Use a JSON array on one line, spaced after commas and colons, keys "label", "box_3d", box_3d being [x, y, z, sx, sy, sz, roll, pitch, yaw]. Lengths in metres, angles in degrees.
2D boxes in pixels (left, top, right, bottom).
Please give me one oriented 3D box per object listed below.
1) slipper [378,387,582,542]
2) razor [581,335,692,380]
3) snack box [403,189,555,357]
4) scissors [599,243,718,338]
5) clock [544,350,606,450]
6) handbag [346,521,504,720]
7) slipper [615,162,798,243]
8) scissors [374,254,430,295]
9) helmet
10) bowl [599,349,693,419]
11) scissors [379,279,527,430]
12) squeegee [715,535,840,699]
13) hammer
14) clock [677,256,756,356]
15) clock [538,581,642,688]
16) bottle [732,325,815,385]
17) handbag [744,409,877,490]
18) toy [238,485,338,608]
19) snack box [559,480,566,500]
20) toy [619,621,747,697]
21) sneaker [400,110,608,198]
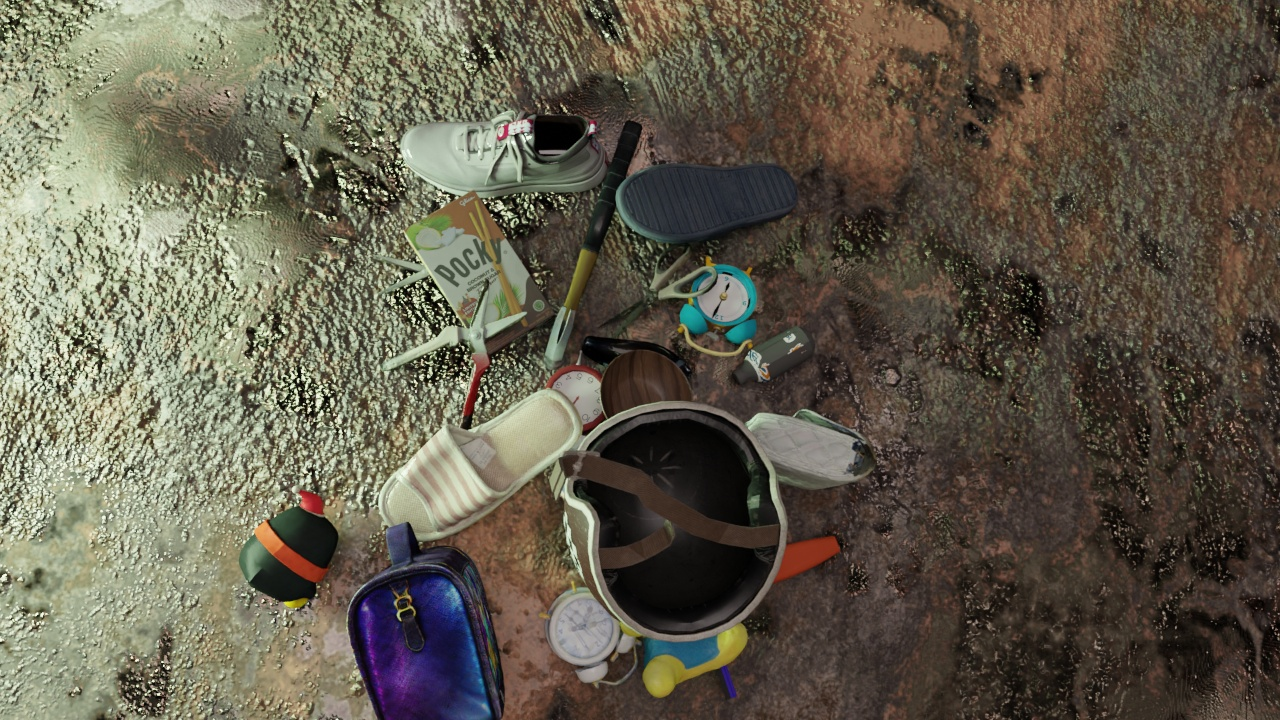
[{"label": "slipper", "box_3d": [-0.191, 0.121, 1.077, 0.263, 0.052, 0.115, -32, 86, 1]}, {"label": "razor", "box_3d": [-0.007, 0.007, 1.139, 0.140, 0.053, 0.063, 16, 70, 0]}, {"label": "snack box", "box_3d": [-0.200, -0.107, 1.145, 0.101, 0.032, 0.186, -33, 89, -11]}, {"label": "scissors", "box_3d": [0.027, -0.084, 1.162, 0.154, 0.012, 0.163, 8, 62, 27]}, {"label": "clock", "box_3d": [-0.084, 0.058, 1.125, 0.087, 0.044, 0.124, 35, 76, 3]}, {"label": "handbag", "box_3d": [-0.230, 0.283, 0.987, 0.125, 0.205, 0.222, -17, 86, -9]}, {"label": "slipper", "box_3d": [0.081, -0.195, 1.182, 0.263, 0.083, 0.101, -12, 78, -27]}, {"label": "scissors", "box_3d": [-0.253, -0.125, 1.164, 0.141, 0.014, 0.164, 34, 77, -1]}, {"label": "helmet", "box_3d": [0.025, 0.155, 0.916, 0.233, 0.253, 0.234, -6, 109, -9]}, {"label": "bowl", "box_3d": [0.003, 0.049, 1.086, 0.119, 0.032, 0.119, 8, 69, -21]}, {"label": "scissors", "box_3d": [-0.230, -0.004, 1.116, 0.179, 0.015, 0.199, 7, 97, 8]}, {"label": "squeegee", "box_3d": [0.148, 0.250, 1.100, 0.185, 0.055, 0.249, -21, 72, 6]}, {"label": "hammer", "box_3d": [-0.057, -0.155, 1.148, 0.025, 0.118, 0.332, 19, 72, -4]}, {"label": "clock", "box_3d": [0.102, -0.067, 1.171, 0.099, 0.044, 0.129, 13, 70, -2]}, {"label": "clock", "box_3d": [-0.056, 0.322, 1.071, 0.125, 0.052, 0.088, 45, 77, 2]}, {"label": "bottle", "box_3d": [0.167, -0.003, 1.160, 0.112, 0.047, 0.047, -29, 82, -11]}, {"label": "handbag", "box_3d": [0.184, 0.104, 1.064, 0.139, 0.195, 0.072, 17, 80, 1]}, {"label": "toy", "box_3d": [-0.390, 0.211, 1.037, 0.097, 0.100, 0.119, 40, 79, 6]}, {"label": "snack box", "box_3d": [-0.046, 0.142, 1.085, 0.079, 0.095, 0.093, 44, 77, 4]}, {"label": "toy", "box_3d": [0.023, 0.264, 1.051, 0.148, 0.084, 0.214, -15, 64, -29]}, {"label": "sneaker", "box_3d": [-0.171, -0.268, 1.143, 0.263, 0.129, 0.096, 2, 77, -3]}]
